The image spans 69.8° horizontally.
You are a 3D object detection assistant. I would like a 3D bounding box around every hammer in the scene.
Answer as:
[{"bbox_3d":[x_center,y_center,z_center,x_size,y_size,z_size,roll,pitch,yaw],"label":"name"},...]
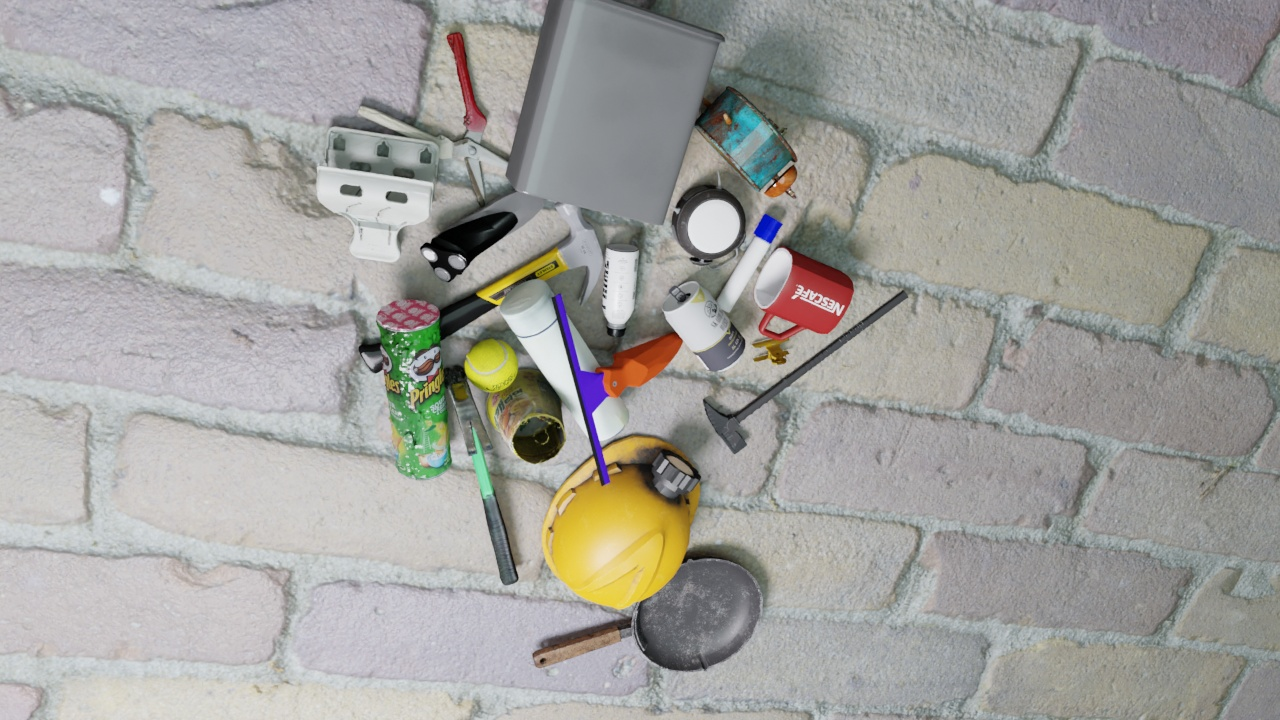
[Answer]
[{"bbox_3d":[-0.199,0.170,1.191,0.032,0.130,0.319,-17,124,-15],"label":"hammer"},{"bbox_3d":[-0.193,-0.073,1.126,0.323,0.029,0.127,-29,116,0],"label":"hammer"},{"bbox_3d":[0.233,0.000,1.272,0.325,0.015,0.095,-37,116,2],"label":"hammer"}]

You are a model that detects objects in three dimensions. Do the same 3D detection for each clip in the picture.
[{"bbox_3d":[0.181,-0.008,1.241,0.054,0.048,0.046,-12,155,-10],"label":"clip"},{"bbox_3d":[-0.296,-0.178,1.026,0.126,0.110,0.151,8,102,-9],"label":"clip"}]

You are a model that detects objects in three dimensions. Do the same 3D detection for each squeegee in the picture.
[{"bbox_3d":[-0.007,0.007,1.150,0.184,0.055,0.250,-32,117,-43],"label":"squeegee"}]

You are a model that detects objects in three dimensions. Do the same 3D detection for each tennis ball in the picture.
[{"bbox_3d":[-0.185,0.006,1.138,0.065,0.065,0.065,-5,113,-12],"label":"tennis ball"}]

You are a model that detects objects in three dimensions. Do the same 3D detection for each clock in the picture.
[{"bbox_3d":[0.138,-0.253,1.087,0.073,0.121,0.157,-43,122,10],"label":"clock"},{"bbox_3d":[0.089,-0.167,1.149,0.091,0.043,0.123,-29,116,-1],"label":"clock"}]

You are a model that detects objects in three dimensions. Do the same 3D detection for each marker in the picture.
[{"bbox_3d":[0.139,-0.125,1.189,0.027,0.023,0.133,19,107,-41],"label":"marker"}]

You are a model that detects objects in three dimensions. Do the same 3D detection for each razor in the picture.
[{"bbox_3d":[-0.182,-0.155,1.082,0.156,0.060,0.057,-42,129,-17],"label":"razor"}]

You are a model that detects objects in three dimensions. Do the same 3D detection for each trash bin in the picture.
[{"bbox_3d":[-0.034,-0.286,1.036,0.191,0.097,0.220,10,110,-22],"label":"trash bin"}]

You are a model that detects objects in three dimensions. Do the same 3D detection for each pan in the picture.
[{"bbox_3d":[0.008,0.392,1.362,0.356,0.040,0.208,-12,114,-8],"label":"pan"}]

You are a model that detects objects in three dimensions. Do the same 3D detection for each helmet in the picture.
[{"bbox_3d":[-0.015,0.243,1.244,0.205,0.131,0.256,29,103,-24],"label":"helmet"}]

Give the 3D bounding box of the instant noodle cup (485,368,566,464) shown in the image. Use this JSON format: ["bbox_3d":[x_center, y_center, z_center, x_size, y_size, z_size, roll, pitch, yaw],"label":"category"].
[{"bbox_3d":[-0.138,0.076,1.155,0.102,0.108,0.102,-6,113,-15],"label":"instant noodle cup"}]

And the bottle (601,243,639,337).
[{"bbox_3d":[-0.027,-0.086,1.154,0.041,0.041,0.116,0,112,-14],"label":"bottle"}]

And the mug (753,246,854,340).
[{"bbox_3d":[0.204,-0.077,1.197,0.096,0.080,0.116,20,112,-21],"label":"mug"}]

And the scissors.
[{"bbox_3d":[-0.226,-0.267,1.044,0.179,0.015,0.199,-8,114,-12],"label":"scissors"}]

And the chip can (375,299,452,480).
[{"bbox_3d":[-0.271,0.041,1.109,0.075,0.075,0.224,-5,122,-12],"label":"chip can"}]

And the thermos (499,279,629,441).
[{"bbox_3d":[-0.091,0.004,1.142,0.068,0.068,0.230,-32,124,0],"label":"thermos"}]

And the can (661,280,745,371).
[{"bbox_3d":[0.079,-0.047,1.184,0.064,0.064,0.127,-39,116,3],"label":"can"}]
